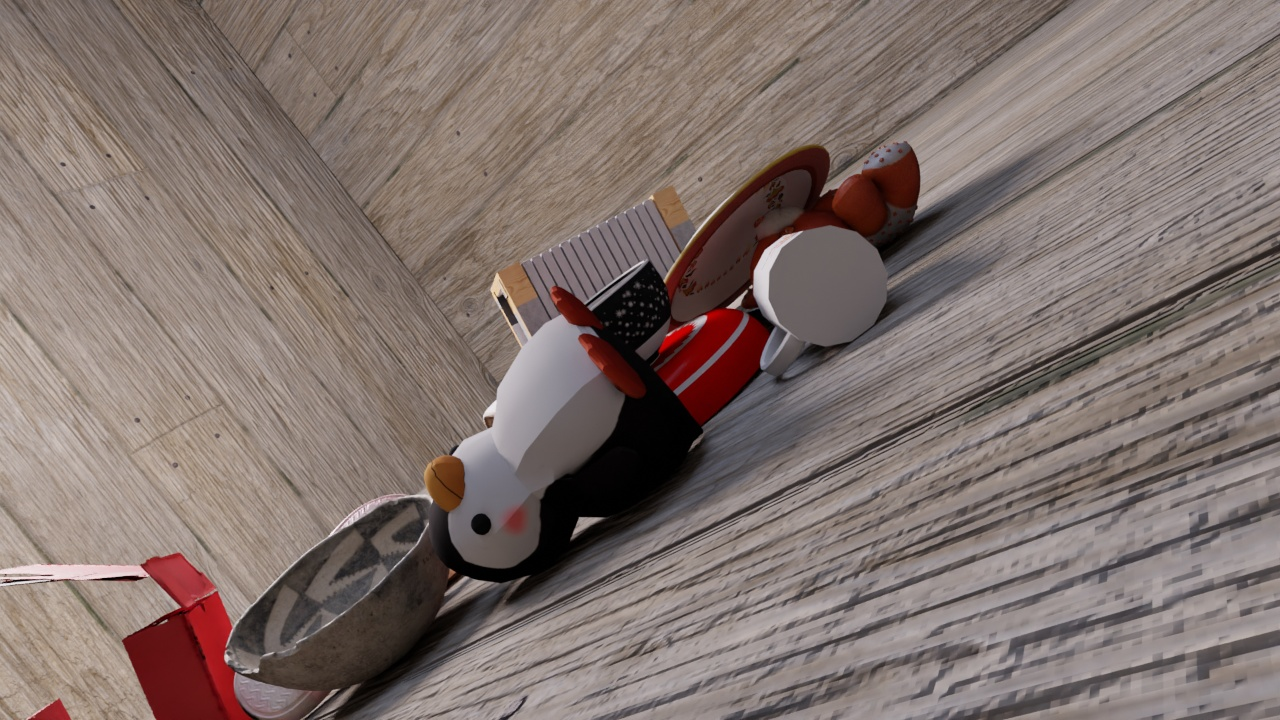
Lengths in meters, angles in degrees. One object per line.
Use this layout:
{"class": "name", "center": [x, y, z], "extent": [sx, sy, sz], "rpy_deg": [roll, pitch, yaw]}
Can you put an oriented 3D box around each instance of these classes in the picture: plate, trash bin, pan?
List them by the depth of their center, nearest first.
{"class": "pan", "center": [0.028, 0.013, 0.838], "extent": [0.209, 0.067, 0.355], "rpy_deg": [-36, 8, 16]}
{"class": "plate", "center": [0.088, -0.110, 0.850], "extent": [0.229, 0.021, 0.230], "rpy_deg": [-40, -17, -15]}
{"class": "trash bin", "center": [-0.048, -0.093, 1.186], "extent": [0.246, 0.142, 0.142], "rpy_deg": [-28, 2, -12]}

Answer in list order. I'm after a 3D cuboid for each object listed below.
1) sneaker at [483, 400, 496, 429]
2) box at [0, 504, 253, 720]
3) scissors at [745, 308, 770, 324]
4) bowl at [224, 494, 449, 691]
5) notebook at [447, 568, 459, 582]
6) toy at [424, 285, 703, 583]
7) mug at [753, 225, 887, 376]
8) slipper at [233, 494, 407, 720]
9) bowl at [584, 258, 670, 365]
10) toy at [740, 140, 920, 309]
{"class": "sneaker", "center": [-0.101, 0.063, 1.058], "extent": [0.127, 0.120, 0.295], "rpy_deg": [-52, 4, -13]}
{"class": "box", "center": [-0.451, 0.220, 0.823], "extent": [0.121, 0.318, 0.211], "rpy_deg": [-48, 8, -19]}
{"class": "scissors", "center": [0.098, -0.038, 0.934], "extent": [0.123, 0.019, 0.148], "rpy_deg": [-15, -2, 28]}
{"class": "bowl", "center": [-0.209, 0.185, 0.690], "extent": [0.178, 0.081, 0.178], "rpy_deg": [-28, 20, 11]}
{"class": "notebook", "center": [-0.246, 0.236, 0.910], "extent": [0.167, 0.024, 0.226], "rpy_deg": [-40, 4, -13]}
{"class": "toy", "center": [-0.057, 0.072, 0.611], "extent": [0.184, 0.140, 0.159], "rpy_deg": [-46, 35, 8]}
{"class": "mug", "center": [0.111, -0.037, 0.617], "extent": [0.105, 0.073, 0.089], "rpy_deg": [-63, 2, 6]}
{"class": "slipper", "center": [-0.246, 0.208, 0.778], "extent": [0.221, 0.107, 0.056], "rpy_deg": [-52, -26, -31]}
{"class": "bowl", "center": [-0.021, -0.018, 0.727], "extent": [0.120, 0.066, 0.120], "rpy_deg": [-38, 8, 6]}
{"class": "toy", "center": [0.162, -0.113, 0.817], "extent": [0.172, 0.093, 0.164], "rpy_deg": [-41, 4, -18]}
